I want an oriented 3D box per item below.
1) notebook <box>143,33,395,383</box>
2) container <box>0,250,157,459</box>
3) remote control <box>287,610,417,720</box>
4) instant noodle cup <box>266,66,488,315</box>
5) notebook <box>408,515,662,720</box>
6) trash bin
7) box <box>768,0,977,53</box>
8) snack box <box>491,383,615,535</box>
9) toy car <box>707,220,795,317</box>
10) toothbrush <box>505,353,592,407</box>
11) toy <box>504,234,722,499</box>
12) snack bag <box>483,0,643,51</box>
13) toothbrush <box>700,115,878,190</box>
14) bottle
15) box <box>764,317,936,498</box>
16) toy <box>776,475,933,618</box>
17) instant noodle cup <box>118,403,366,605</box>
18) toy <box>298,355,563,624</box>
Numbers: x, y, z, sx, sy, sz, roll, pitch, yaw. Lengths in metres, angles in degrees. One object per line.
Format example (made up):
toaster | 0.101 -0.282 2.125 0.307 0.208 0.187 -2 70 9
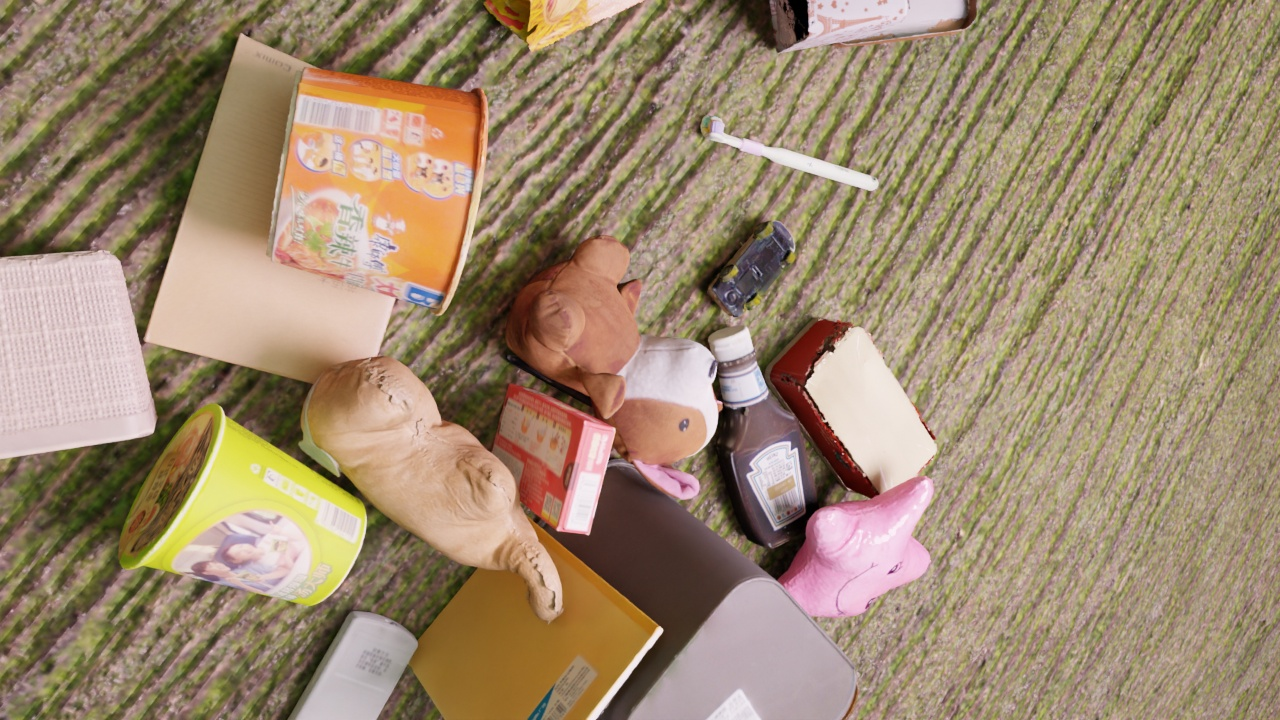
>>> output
notebook | -0.232 -0.094 0.637 0.149 0.012 0.211 18 90 -29
container | -0.349 -0.007 0.550 0.089 0.090 0.111 -8 98 -25
remote control | -0.227 0.261 0.686 0.058 0.021 0.150 33 83 -26
instant noodle cup | -0.170 -0.112 0.583 0.111 0.151 0.151 9 93 -22
notebook | -0.085 0.200 0.643 0.145 0.206 0.010 -51 122 -12
trash bin | 0.019 0.217 0.691 0.198 0.220 0.199 -47 116 -12
box | 0.192 -0.347 0.719 0.205 0.158 0.181 -9 102 -6
snack box | -0.069 0.066 0.660 0.025 0.153 0.075 14 91 -28
toy car | 0.095 -0.081 0.785 0.090 0.035 0.042 -49 116 -12
toothbrush | -0.033 0.035 0.751 0.181 0.016 0.018 29 78 -27
toy | -0.004 0.004 0.698 0.199 0.131 0.139 54 42 -21
snack bag | -0.029 -0.321 0.680 0.207 0.073 0.128 -38 111 -25
toothbrush | 0.136 -0.177 0.800 0.189 0.029 0.020 11 135 -28
bottle | 0.102 0.065 0.806 0.079 0.044 0.195 -25 107 -24
box | 0.199 0.046 0.832 0.091 0.077 0.168 -45 114 -14
toy | 0.200 0.174 0.825 0.178 0.074 0.195 4 129 -30
instant noodle cup | -0.255 0.106 0.607 0.123 0.112 0.111 36 81 -34
toy | -0.137 0.090 0.634 0.226 0.144 0.082 47 65 -13
